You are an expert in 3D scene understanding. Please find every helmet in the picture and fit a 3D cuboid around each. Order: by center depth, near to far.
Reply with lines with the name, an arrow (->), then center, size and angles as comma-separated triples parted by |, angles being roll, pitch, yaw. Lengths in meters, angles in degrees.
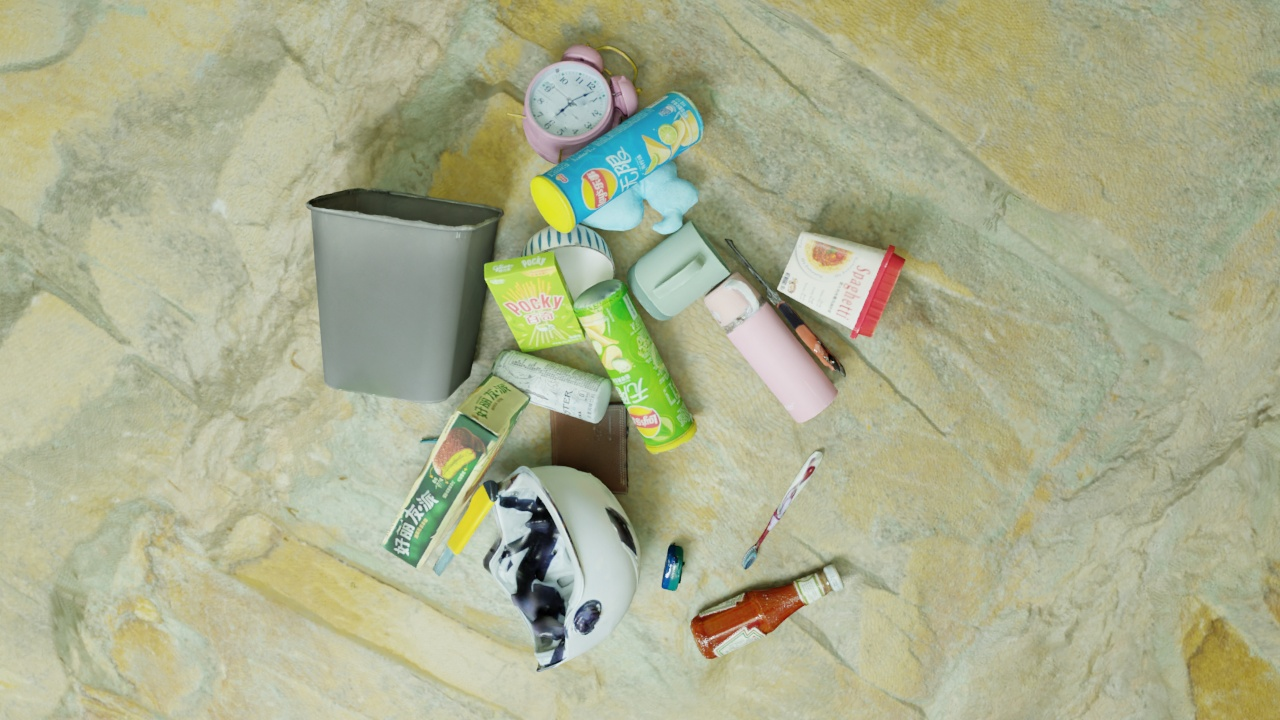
helmet -> -0.081, 0.238, 1.131 | 0.145, 0.229, 0.259 | -9, 128, -32

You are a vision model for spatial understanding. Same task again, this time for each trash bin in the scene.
trash bin -> -0.283, -0.082, 1.099 | 0.199, 0.198, 0.220 | 10, 107, 4

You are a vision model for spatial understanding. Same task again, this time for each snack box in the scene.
snack box -> -0.125, -0.068, 1.113 | 0.086, 0.156, 0.026 | -10, 56, 5
snack box -> -0.229, 0.139, 1.136 | 0.063, 0.114, 0.241 | 33, 117, -1

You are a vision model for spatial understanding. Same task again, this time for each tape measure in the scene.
tape measure -> 0.044, 0.272, 1.197 | 0.025, 0.058, 0.054 | 10, 98, 3

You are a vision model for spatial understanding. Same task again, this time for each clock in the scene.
clock -> -0.070, -0.308, 1.088 | 0.117, 0.060, 0.158 | 44, 80, 9

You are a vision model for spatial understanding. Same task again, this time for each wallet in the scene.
wallet -> -0.065, 0.113, 1.192 | 0.101, 0.032, 0.124 | -1, 101, 2

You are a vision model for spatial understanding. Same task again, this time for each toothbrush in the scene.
toothbrush -> 0.184, 0.196, 1.194 | 0.016, 0.017, 0.188 | 31, 101, -2

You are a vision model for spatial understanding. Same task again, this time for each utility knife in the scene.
utility knife -> -0.228, 0.220, 1.185 | 0.219, 0.015, 0.033 | -53, 52, 37

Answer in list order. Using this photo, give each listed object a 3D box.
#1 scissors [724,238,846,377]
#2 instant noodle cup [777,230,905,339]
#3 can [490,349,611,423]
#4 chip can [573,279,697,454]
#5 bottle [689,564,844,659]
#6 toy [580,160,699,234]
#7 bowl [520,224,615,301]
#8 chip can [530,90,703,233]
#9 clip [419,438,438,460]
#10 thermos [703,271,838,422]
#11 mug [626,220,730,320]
scissors -> 0.176, -0.062, 1.112 | 0.015, 0.213, 0.197 | -41, 130, 11
instant noodle cup -> 0.238, -0.097, 1.097 | 0.124, 0.116, 0.116 | 24, 101, 12
can -> -0.112, 0.031, 1.151 | 0.147, 0.058, 0.058 | 16, 101, 14
chip can -> -0.007, 0.007, 1.124 | 0.072, 0.072, 0.221 | -24, 110, 8
bottle -> 0.166, 0.323, 1.198 | 0.206, 0.059, 0.060 | -27, 97, 6
toy -> -0.023, -0.203, 1.112 | 0.156, 0.050, 0.161 | -32, 70, -13
bowl -> -0.092, -0.126, 1.121 | 0.116, 0.116, 0.066 | -14, 57, 6
chip can -> -0.024, -0.231, 1.058 | 0.209, 0.071, 0.071 | -38, 96, -22
clip -> -0.263, 0.113, 1.214 | 0.055, 0.013, 0.034 | -13, 100, 8
thermos -> 0.161, -0.019, 1.124 | 0.067, 0.087, 0.198 | -40, 97, -16
mug -> 0.043, -0.103, 1.103 | 0.106, 0.111, 0.082 | -36, 101, 11
